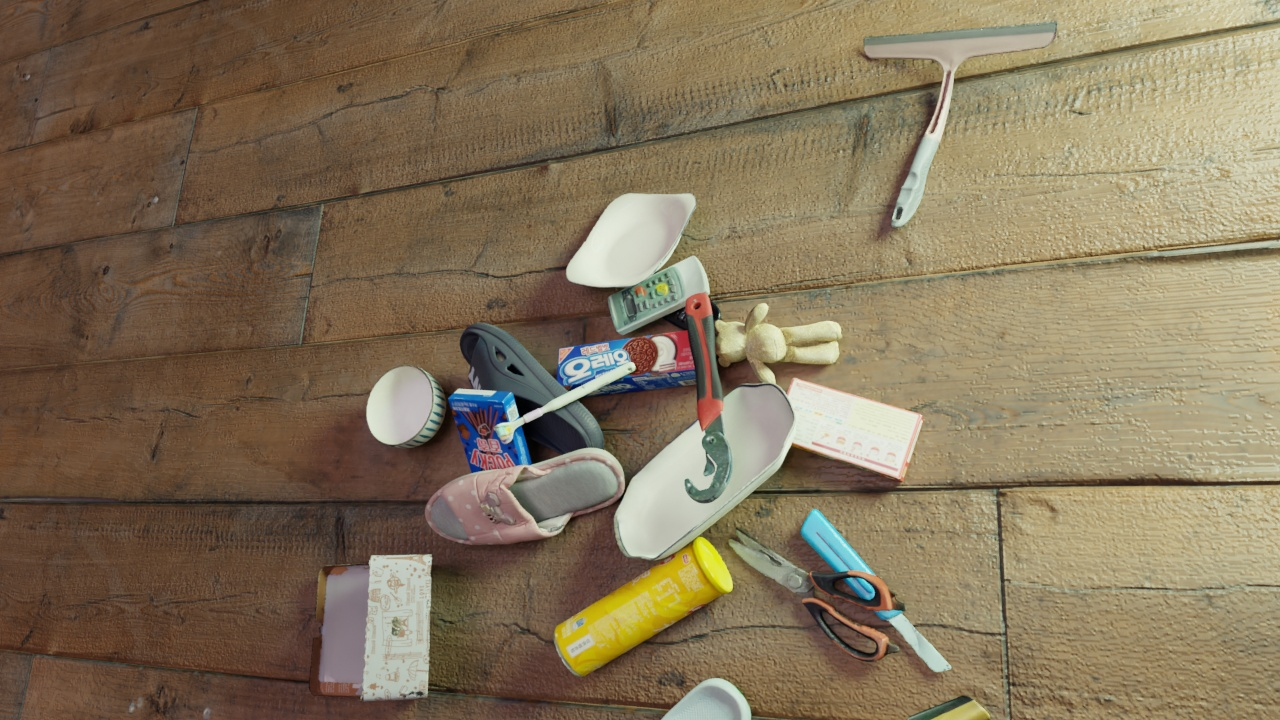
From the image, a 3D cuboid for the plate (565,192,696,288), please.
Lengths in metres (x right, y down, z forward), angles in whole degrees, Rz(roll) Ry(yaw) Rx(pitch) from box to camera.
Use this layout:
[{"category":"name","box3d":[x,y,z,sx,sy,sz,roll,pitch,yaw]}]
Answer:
[{"category":"plate","box3d":[-0.008,-0.152,1.212,0.164,0.034,0.163,10,61,43]}]

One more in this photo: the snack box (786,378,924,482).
[{"category":"snack box","box3d":[0.236,0.078,1.053,0.156,0.027,0.077,17,82,28]}]

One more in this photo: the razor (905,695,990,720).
[{"category":"razor","box3d":[0.274,0.391,0.927,0.167,0.062,0.067,-32,32,8]}]

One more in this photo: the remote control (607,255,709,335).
[{"category":"remote control","box3d":[0.022,-0.084,1.179,0.135,0.019,0.056,-24,64,20]}]

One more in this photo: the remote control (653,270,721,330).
[{"category":"remote control","box3d":[0.050,-0.073,1.189,0.136,0.024,0.053,34,92,32]}]

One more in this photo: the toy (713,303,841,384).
[{"category":"toy","box3d":[0.163,-0.023,1.105,0.157,0.066,0.105,0,116,21]}]

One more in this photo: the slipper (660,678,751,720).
[{"category":"slipper","box3d":[0.025,0.456,1.011,0.104,0.074,0.245,42,93,28]}]

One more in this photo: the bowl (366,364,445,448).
[{"category":"bowl","box3d":[-0.321,0.070,1.296,0.117,0.066,0.116,-8,70,23]}]

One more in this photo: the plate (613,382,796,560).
[{"category":"plate","box3d":[0.078,0.135,1.071,0.266,0.034,0.162,-42,28,11]}]

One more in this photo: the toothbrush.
[{"category":"toothbrush","box3d":[-0.091,0.049,1.129,0.189,0.029,0.020,-27,30,-3]}]

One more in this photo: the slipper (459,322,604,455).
[{"category":"slipper","box3d":[-0.162,0.049,1.193,0.268,0.111,0.083,38,54,25]}]

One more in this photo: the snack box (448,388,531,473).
[{"category":"snack box","box3d":[-0.188,0.111,1.186,0.085,0.026,0.157,3,120,26]}]

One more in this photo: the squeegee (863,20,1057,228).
[{"category":"squeegee","box3d":[0.347,-0.273,1.102,0.248,0.040,0.249,15,87,44]}]

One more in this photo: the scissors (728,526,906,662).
[{"category":"scissors","box3d":[0.193,0.242,1.020,0.197,0.015,0.205,-32,70,32]}]

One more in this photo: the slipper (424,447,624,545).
[{"category":"slipper","box3d":[-0.150,0.180,1.159,0.275,0.114,0.054,-16,25,14]}]

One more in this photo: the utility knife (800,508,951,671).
[{"category":"utility knife","box3d":[0.253,0.251,0.998,0.034,0.018,0.216,-45,63,6]}]

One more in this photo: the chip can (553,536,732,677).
[{"category":"chip can","box3d":[0.002,0.290,1.074,0.214,0.072,0.072,-35,63,12]}]

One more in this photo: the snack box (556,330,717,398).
[{"category":"snack box","box3d":[-0.007,0.007,1.173,0.208,0.057,0.058,-8,68,24]}]

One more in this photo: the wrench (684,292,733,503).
[{"category":"wrench","box3d":[0.075,0.035,1.066,0.056,0.016,0.272,-13,58,21]}]

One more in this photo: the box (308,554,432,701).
[{"category":"box","box3d":[-0.347,0.352,1.209,0.275,0.125,0.178,-21,64,48]}]
